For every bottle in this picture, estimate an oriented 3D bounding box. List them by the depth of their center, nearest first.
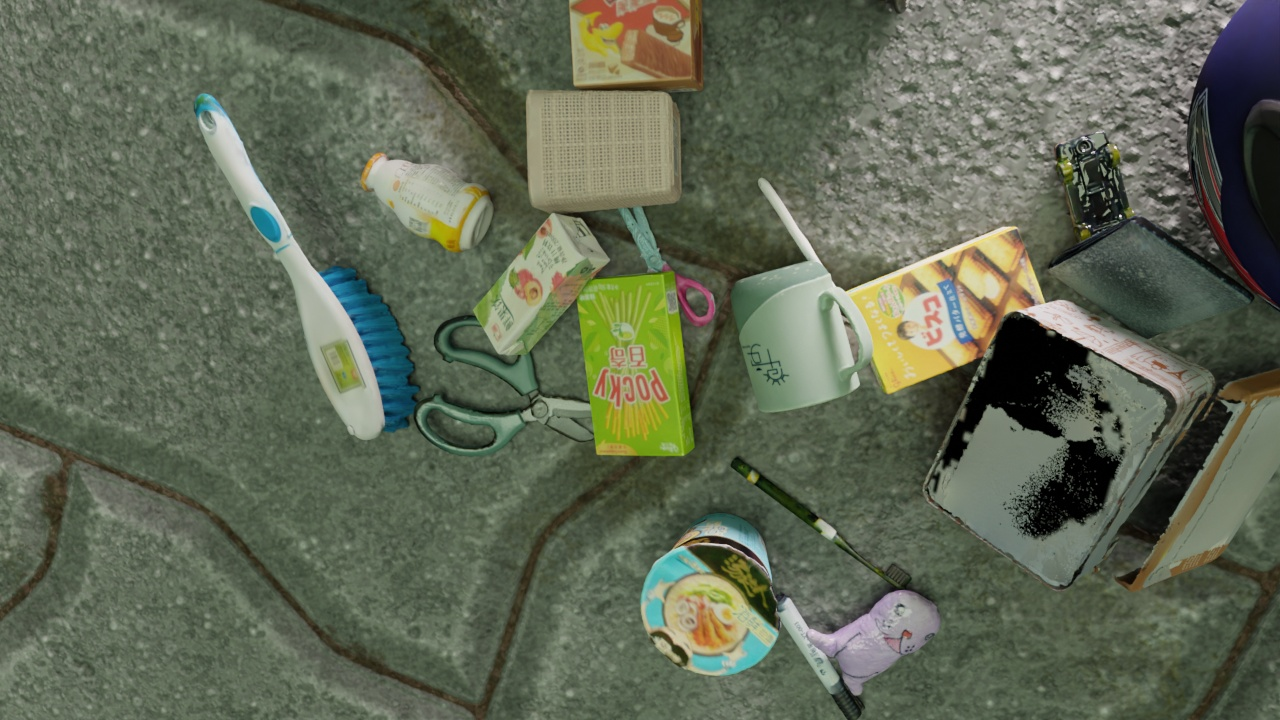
[{"bbox_3d":[-0.182,-0.138,0.780,0.108,0.063,0.063,27,105,4],"label":"bottle"}]

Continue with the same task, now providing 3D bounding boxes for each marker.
[{"bbox_3d":[0.159,0.264,0.819,0.022,0.018,0.130,-33,94,-10],"label":"marker"}]

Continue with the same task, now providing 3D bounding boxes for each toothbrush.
[{"bbox_3d":[0.151,-0.077,0.753,0.016,0.016,0.180,-35,93,7],"label":"toothbrush"},{"bbox_3d":[0.157,0.140,0.797,0.186,0.012,0.017,36,99,2],"label":"toothbrush"}]

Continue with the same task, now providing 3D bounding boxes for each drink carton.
[{"bbox_3d":[-0.084,-0.062,0.771,0.123,0.045,0.053,-46,66,28],"label":"drink carton"}]

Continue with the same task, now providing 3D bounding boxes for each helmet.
[{"bbox_3d":[0.488,-0.117,0.560,0.246,0.241,0.315,-27,88,-24],"label":"helmet"}]

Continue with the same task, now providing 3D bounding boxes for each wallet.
[{"bbox_3d":[0.365,-0.058,0.666,0.097,0.121,0.019,35,80,3],"label":"wallet"}]

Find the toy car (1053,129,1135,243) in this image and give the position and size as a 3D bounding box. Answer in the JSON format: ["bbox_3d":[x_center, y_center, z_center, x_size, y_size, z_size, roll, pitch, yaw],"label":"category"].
[{"bbox_3d":[0.343,-0.126,0.695,0.042,0.035,0.090,-18,98,15],"label":"toy car"}]

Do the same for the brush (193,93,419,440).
[{"bbox_3d":[-0.282,-0.074,0.789,0.061,0.109,0.314,-18,97,16],"label":"brush"}]

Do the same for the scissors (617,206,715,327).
[{"bbox_3d":[0.006,-0.080,0.783,0.072,0.017,0.137,-33,89,25],"label":"scissors"}]

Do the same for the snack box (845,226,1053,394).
[{"bbox_3d":[0.242,-0.040,0.727,0.140,0.033,0.087,-22,96,9],"label":"snack box"}]

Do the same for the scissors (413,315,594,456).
[{"bbox_3d":[-0.116,0.019,0.821,0.179,0.019,0.161,1,97,5],"label":"scissors"}]

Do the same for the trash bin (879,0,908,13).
[{"bbox_3d":[0.098,-0.362,0.623,0.220,0.198,0.199,15,103,14],"label":"trash bin"}]

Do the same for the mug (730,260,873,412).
[{"bbox_3d":[0.130,-0.022,0.723,0.112,0.082,0.106,-9,97,51],"label":"mug"}]

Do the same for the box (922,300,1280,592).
[{"bbox_3d":[0.352,0.055,0.693,0.217,0.158,0.181,-7,124,-31],"label":"box"}]

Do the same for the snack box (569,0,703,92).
[{"bbox_3d":[-0.002,-0.260,0.714,0.093,0.077,0.094,0,101,11],"label":"snack box"}]

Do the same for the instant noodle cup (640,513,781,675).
[{"bbox_3d":[0.063,0.184,0.768,0.111,0.120,0.111,2,101,9],"label":"instant noodle cup"}]

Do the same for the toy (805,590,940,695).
[{"bbox_3d":[0.206,0.235,0.790,0.108,0.038,0.084,-37,109,16],"label":"toy"}]

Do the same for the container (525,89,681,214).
[{"bbox_3d":[-0.026,-0.166,0.730,0.111,0.090,0.090,-1,94,8],"label":"container"}]

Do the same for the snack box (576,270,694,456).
[{"bbox_3d":[-0.005,0.005,0.785,0.086,0.026,0.156,-1,102,26],"label":"snack box"}]
